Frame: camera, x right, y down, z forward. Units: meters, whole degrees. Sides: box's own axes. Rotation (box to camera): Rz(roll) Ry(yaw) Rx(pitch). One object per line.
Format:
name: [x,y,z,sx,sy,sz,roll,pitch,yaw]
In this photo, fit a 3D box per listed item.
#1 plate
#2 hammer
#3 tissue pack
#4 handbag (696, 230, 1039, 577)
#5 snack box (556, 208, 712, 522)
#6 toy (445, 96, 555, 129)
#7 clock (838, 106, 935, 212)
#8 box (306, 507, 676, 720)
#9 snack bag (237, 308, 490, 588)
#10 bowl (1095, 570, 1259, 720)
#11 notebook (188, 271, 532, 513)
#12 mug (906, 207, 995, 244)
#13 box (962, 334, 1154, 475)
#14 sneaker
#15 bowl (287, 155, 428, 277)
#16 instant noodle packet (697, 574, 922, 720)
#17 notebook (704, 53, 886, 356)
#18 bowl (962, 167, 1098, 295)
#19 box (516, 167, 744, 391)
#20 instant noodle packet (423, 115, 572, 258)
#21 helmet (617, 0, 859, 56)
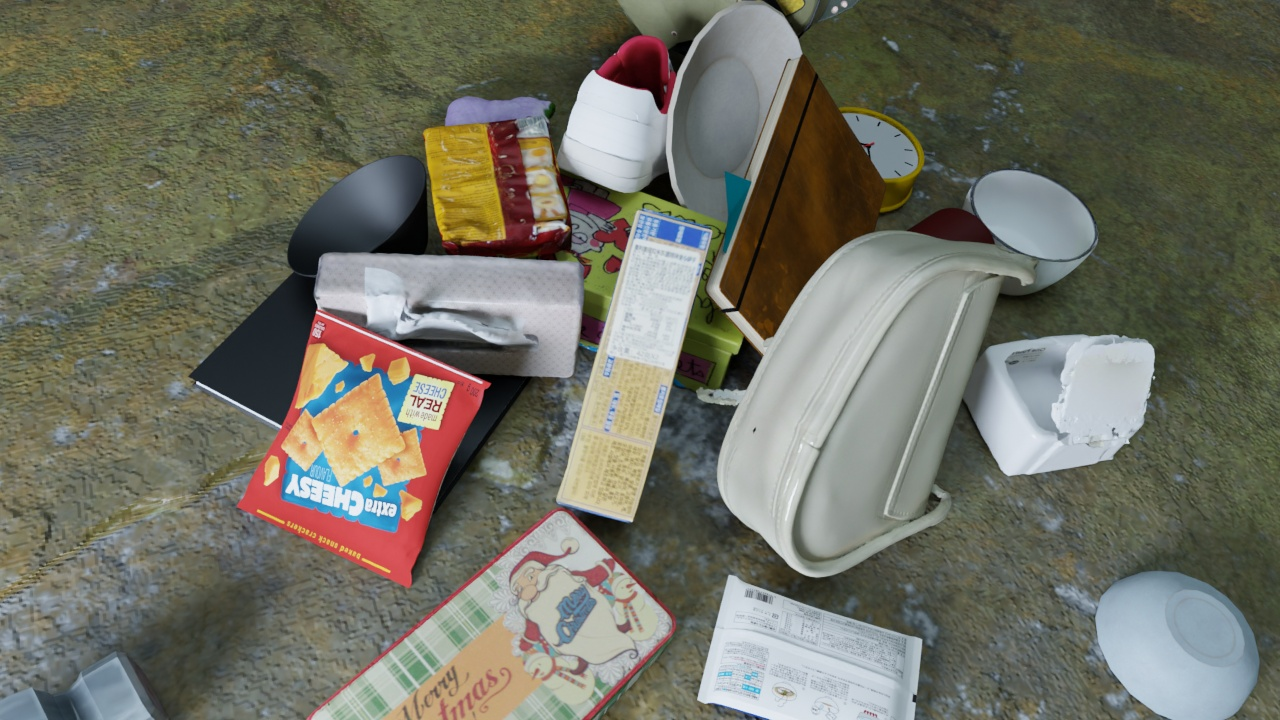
plate: [0.077,-0.202,0.769,0.027,0.189,0.188,22,49,39]
hammer: [-0.239,0.302,0.444,0.117,0.051,0.323,-31,67,-27]
tissue pack: [-0.132,-0.027,0.645,0.181,0.104,0.071,5,57,-5]
handbag: [0.152,0.017,0.631,0.183,0.229,0.132,5,20,-30]
snack box: [-0.004,0.004,0.632,0.056,0.057,0.206,16,85,1]
toy: [-0.130,-0.211,0.844,0.099,0.036,0.080,3,63,-1]
clock: [0.201,-0.189,0.871,0.151,0.052,0.113,-24,61,-28]
box: [-0.083,0.191,0.547,0.117,0.050,0.205,41,59,21]
snack bag: [-0.183,0.057,0.606,0.131,0.039,0.144,23,92,8]
bowl: [0.373,0.189,0.626,0.106,0.039,0.106,4,53,-6]
notebook: [-0.200,0.007,0.685,0.207,0.016,0.148,25,55,10]
mug: [0.257,-0.067,0.784,0.082,0.073,0.105,-32,93,-28]
box: [0.328,0.014,0.693,0.110,0.130,0.102,-8,55,-12]
sneaker: [0.003,-0.223,0.784,0.090,0.104,0.236,23,27,9]
bowl: [-0.201,-0.094,0.700,0.124,0.052,0.123,-17,46,19]
instant noodle packet: [0.111,0.197,0.587,0.134,0.026,0.086,18,53,4]
notebook: [0.124,-0.099,0.713,0.014,0.178,0.248,-5,54,41]
bowl: [0.338,-0.110,0.823,0.116,0.066,0.116,5,53,-6]
box: [-0.014,-0.069,0.730,0.221,0.082,0.124,21,54,8]
instant noodle packet: [-0.107,-0.132,0.688,0.098,0.040,0.135,-7,58,-14]
helmet: [0.082,-0.385,0.854,0.233,0.256,0.249,11,51,-5]
